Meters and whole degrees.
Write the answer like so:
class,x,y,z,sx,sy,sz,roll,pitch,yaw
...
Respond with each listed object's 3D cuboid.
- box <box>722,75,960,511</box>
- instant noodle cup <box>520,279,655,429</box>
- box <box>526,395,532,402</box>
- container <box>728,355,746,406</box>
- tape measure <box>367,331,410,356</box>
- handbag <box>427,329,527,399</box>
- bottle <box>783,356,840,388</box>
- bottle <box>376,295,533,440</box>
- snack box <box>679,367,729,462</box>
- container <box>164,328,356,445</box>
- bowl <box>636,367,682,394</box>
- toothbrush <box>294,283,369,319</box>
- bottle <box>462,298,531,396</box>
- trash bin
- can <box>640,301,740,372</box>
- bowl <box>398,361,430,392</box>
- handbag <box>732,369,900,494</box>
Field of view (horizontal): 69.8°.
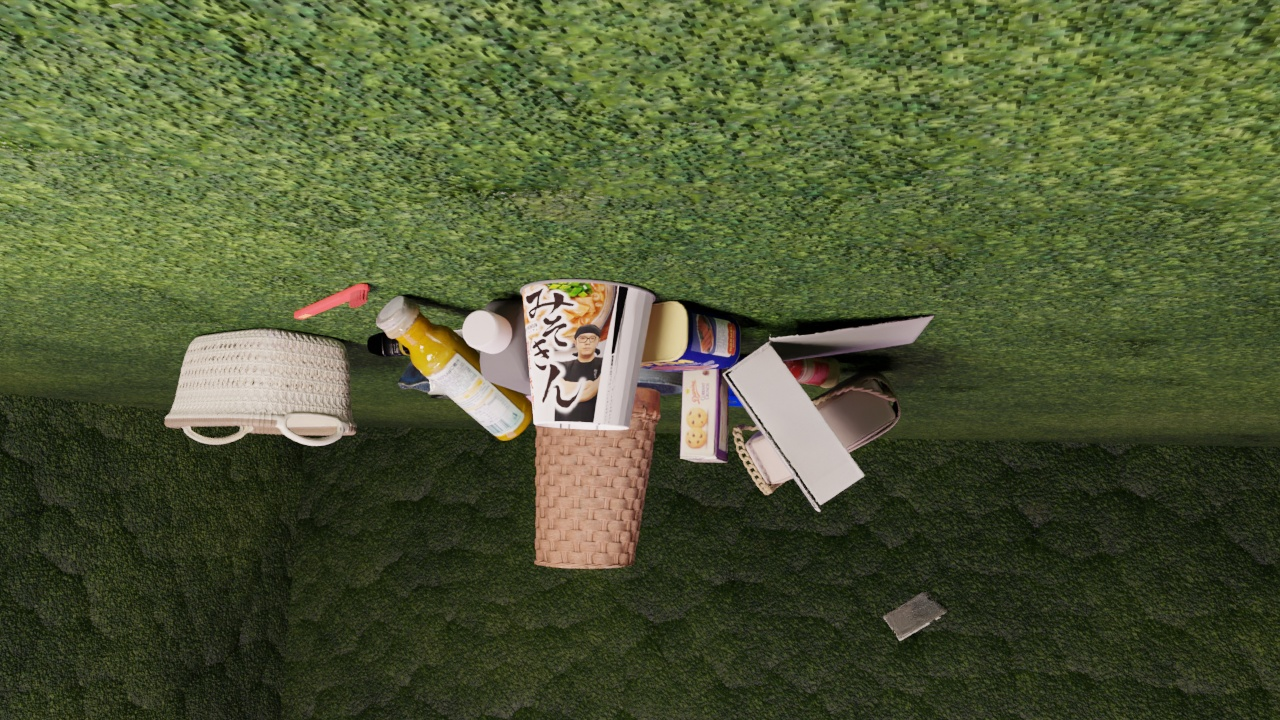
class,x,y,z,sx,sy,sz,roll,pitch,yaw
box,0.239,-0.055,0.963,0.173,0.422,0.167,31,178,12
instant noodle cup,-0.050,-0.001,0.832,0.123,0.121,0.124,2,173,0
box,-0.122,0.054,1.317,0.201,0.038,0.152,1,173,8
container,0.143,0.029,1.233,0.096,0.058,0.114,4,172,-15
tape measure,-0.281,-0.022,1.077,0.061,0.034,0.061,1,-175,44
handbag,-0.151,-0.008,1.086,0.151,0.074,0.175,-1,-169,34
bottle,0.203,0.010,1.140,0.109,0.044,0.044,8,171,-41
bottle,-0.186,0.008,0.925,0.053,0.053,0.186,-5,138,45
snack box,0.075,0.042,1.033,0.040,0.143,0.148,1,172,10
container,-0.493,0.040,1.206,0.247,0.142,0.184,-4,170,36
bowl,-0.007,0.007,1.118,0.137,0.057,0.137,3,172,0
toothbrush,-0.313,-0.052,0.920,0.012,0.018,0.213,8,171,-35
bottle,-0.118,-0.015,0.899,0.046,0.083,0.173,0,171,17
trash bin,-0.054,0.138,1.102,0.151,0.210,0.151,2,173,0
can,0.030,-0.020,0.912,0.116,0.056,0.092,-4,171,42
bowl,-0.281,0.016,1.284,0.110,0.055,0.110,2,172,0
handbag,0.241,0.082,1.232,0.209,0.103,0.210,-31,176,13
